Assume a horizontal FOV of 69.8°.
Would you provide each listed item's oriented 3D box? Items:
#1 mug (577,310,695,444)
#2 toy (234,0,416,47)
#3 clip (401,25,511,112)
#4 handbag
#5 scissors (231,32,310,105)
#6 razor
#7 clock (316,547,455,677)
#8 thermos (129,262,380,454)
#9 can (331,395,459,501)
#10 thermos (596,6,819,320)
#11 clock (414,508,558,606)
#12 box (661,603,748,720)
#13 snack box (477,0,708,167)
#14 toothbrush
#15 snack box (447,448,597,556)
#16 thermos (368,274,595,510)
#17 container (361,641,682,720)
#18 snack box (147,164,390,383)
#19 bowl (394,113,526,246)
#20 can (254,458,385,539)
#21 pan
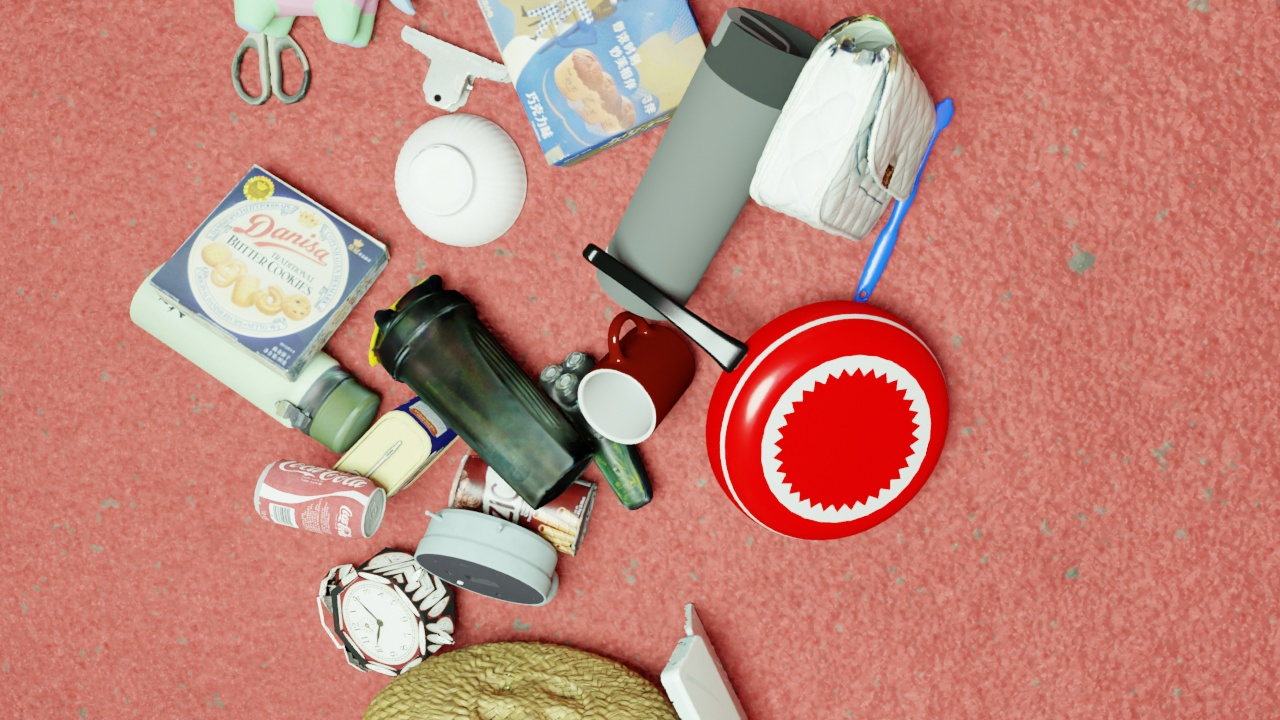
[{"bbox_3d":[-0.005,0.005,0.777,0.073,0.082,0.106,5,121,27],"label":"mug"},{"bbox_3d":[-0.294,-0.358,0.761,0.222,0.120,0.171,7,105,0],"label":"toy"},{"bbox_3d":[-0.167,-0.247,0.793,0.102,0.050,0.058,23,91,5],"label":"clip"},{"bbox_3d":[0.162,-0.159,0.676,0.072,0.194,0.139,31,105,21],"label":"handbag"},{"bbox_3d":[-0.324,-0.311,0.822,0.121,0.012,0.171,27,100,3],"label":"scissors"},{"bbox_3d":[-0.036,0.066,0.816,0.054,0.067,0.151,-28,89,11],"label":"razor"},{"bbox_3d":[-0.248,0.242,0.887,0.155,0.064,0.114,-16,99,27],"label":"clock"},{"bbox_3d":[-0.352,0.000,0.849,0.231,0.082,0.082,34,104,1],"label":"thermos"},{"bbox_3d":[-0.222,0.083,0.839,0.116,0.092,0.056,-43,92,14],"label":"can"},{"bbox_3d":[0.050,-0.148,0.715,0.082,0.082,0.241,31,124,2],"label":"thermos"},{"bbox_3d":[-0.133,0.183,0.829,0.123,0.159,0.045,7,62,20],"label":"clock"},{"bbox_3d":[0.080,0.328,0.816,0.041,0.134,0.197,-22,97,20],"label":"box"},{"bbox_3d":[-0.040,-0.283,0.750,0.155,0.069,0.203,-22,97,11],"label":"snack box"},{"bbox_3d":[0.219,-0.130,0.769,0.016,0.018,0.183,21,106,0],"label":"toothbrush"},{"bbox_3d":[-0.107,0.129,0.841,0.121,0.072,0.072,16,103,5],"label":"snack box"},{"bbox_3d":[-0.140,0.028,0.797,0.221,0.098,0.098,46,104,11],"label":"thermos"},{"bbox_3d":[-0.096,0.375,0.775,0.307,0.306,0.196,10,99,7],"label":"container"},{"bbox_3d":[-0.326,-0.078,0.816,0.144,0.043,0.144,32,72,2],"label":"snack box"},{"bbox_3d":[-0.164,-0.156,0.799,0.118,0.062,0.118,2,101,9],"label":"bowl"},{"bbox_3d":[-0.270,0.118,0.777,0.096,0.054,0.054,12,102,7],"label":"can"},{"bbox_3d":[0.102,0.016,0.738,0.356,0.067,0.209,34,98,-21],"label":"pan"}]
